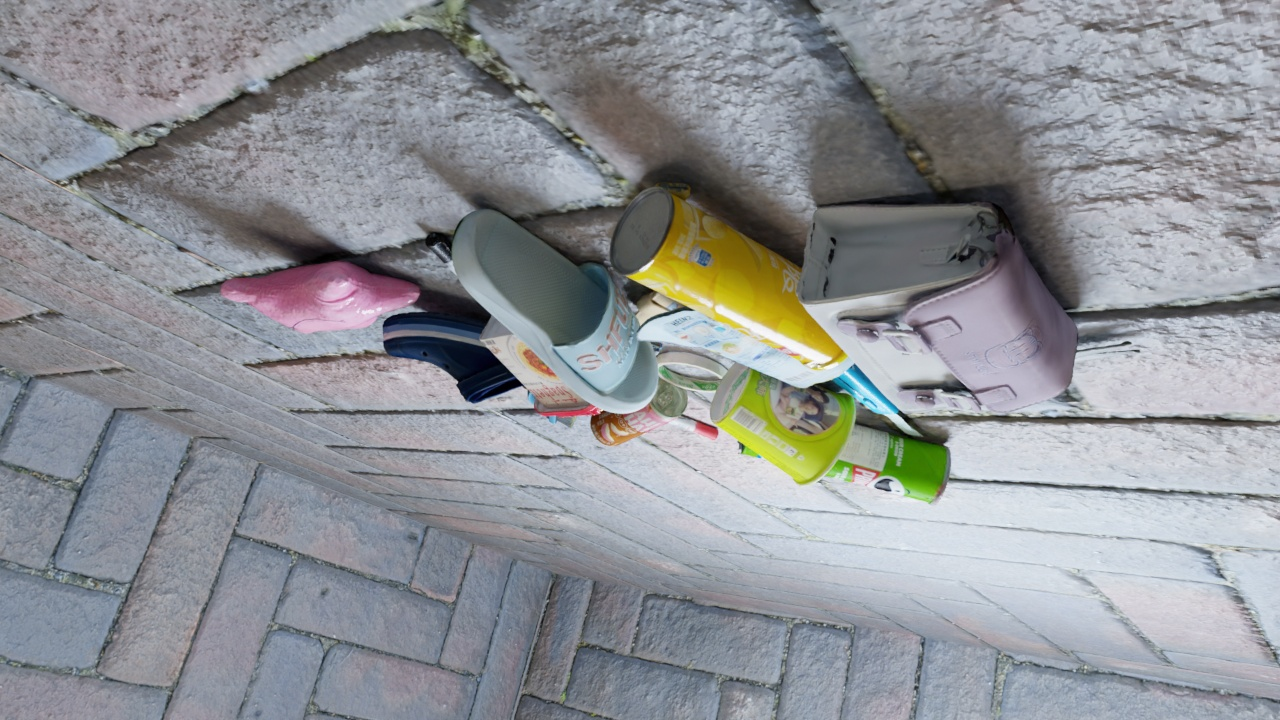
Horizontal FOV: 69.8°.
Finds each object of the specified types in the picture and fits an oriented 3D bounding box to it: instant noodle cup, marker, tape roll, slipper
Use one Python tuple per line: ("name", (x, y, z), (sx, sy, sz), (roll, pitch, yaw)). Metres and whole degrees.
("instant noodle cup", (-0.084, -0.017, 0.926), (0.117, 0.116, 0.124), (-8, 139, 48))
("marker", (0.038, 0.075, 1.214), (0.145, 0.017, 0.017), (22, 160, -19))
("instant noodle cup", (0.143, 0.056, 0.968), (0.123, 0.111, 0.112), (29, 158, -12))
("tape roll", (0.058, 0.014, 1.034), (0.086, 0.013, 0.086), (14, 161, 5))
("slipper", (-0.062, -0.050, 0.823), (0.074, 0.103, 0.245), (-20, 131, 40))
("slipper", (-0.169, 0.006, 1.048), (0.253, 0.095, 0.105), (10, 171, -1))
("marker", (-0.174, -0.088, 0.922), (0.023, 0.018, 0.131), (-3, 155, 21))

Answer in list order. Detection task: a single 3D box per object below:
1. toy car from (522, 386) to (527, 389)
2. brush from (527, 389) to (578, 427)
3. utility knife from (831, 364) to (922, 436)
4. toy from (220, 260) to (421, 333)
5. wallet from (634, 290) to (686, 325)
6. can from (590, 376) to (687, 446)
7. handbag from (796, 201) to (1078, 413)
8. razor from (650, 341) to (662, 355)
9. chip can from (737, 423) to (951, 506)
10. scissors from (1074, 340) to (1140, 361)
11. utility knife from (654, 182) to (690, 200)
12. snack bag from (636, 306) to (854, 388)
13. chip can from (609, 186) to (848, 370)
("toy car", (-0.172, 0.005, 1.154), (0.056, 0.037, 0.122), (34, 166, -37))
("brush", (-0.109, 0.045, 1.181), (0.073, 0.055, 0.144), (15, 161, -1))
("utility knife", (0.248, 0.042, 0.967), (0.034, 0.018, 0.225), (-3, 155, 40))
("toy", (-0.335, -0.068, 1.014), (0.195, 0.074, 0.178), (-3, 172, 16))
("wallet", (0.041, -0.046, 0.874), (0.087, 0.024, 0.115), (15, 162, -15))
("can", (-0.004, 0.062, 1.124), (0.058, 0.057, 0.148), (24, 152, -23))
("handbag", (0.222, -0.032, 0.674), (0.145, 0.098, 0.197), (-7, 152, 36))
("razor", (-0.006, 0.006, 1.050), (0.042, 0.022, 0.143), (18, 161, -1))
("chip can", (0.234, 0.104, 1.066), (0.236, 0.072, 0.072), (15, 161, 3))
("scissors", (0.327, 0.006, 0.813), (0.235, 0.021, 0.152), (-1, 162, 31))
("utility knife", (0.008, -0.107, 0.737), (0.033, 0.015, 0.157), (13, 161, -13))
("snack bag", (0.101, -0.017, 0.838), (0.190, 0.038, 0.111), (18, 163, -34))
("chip can", (0.079, -0.059, 0.710), (0.213, 0.072, 0.072), (24, 159, -33))
